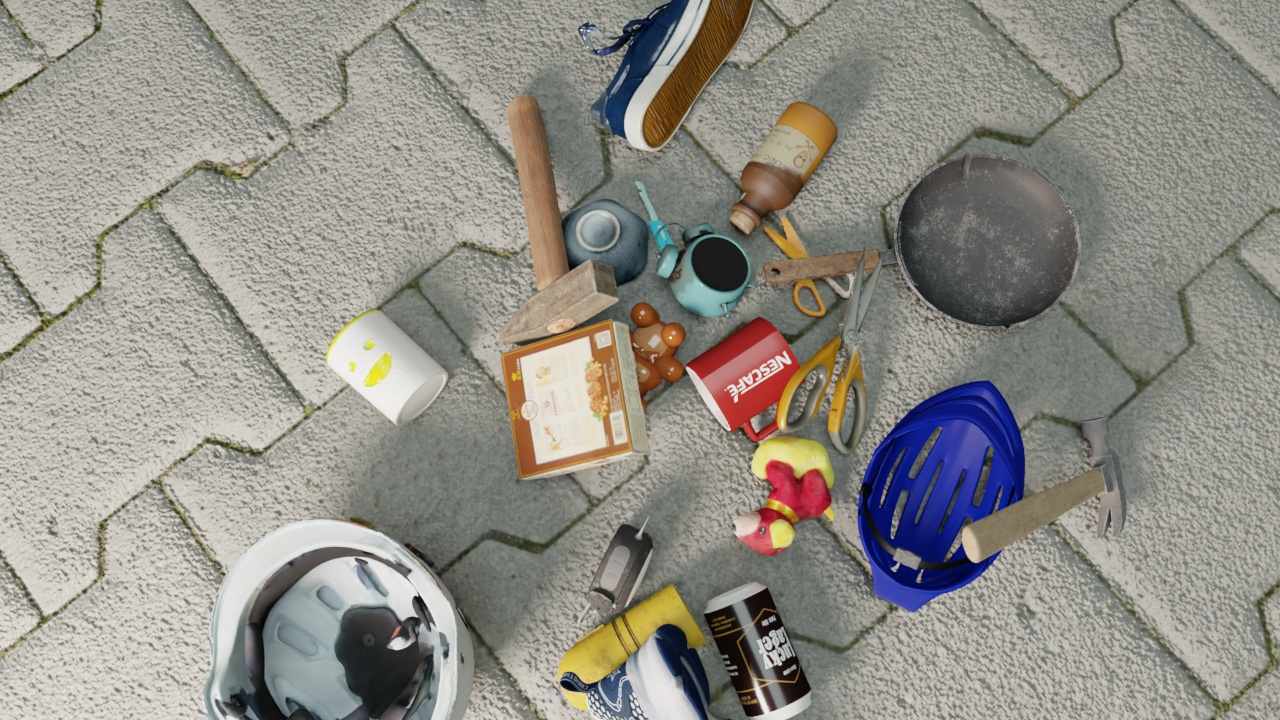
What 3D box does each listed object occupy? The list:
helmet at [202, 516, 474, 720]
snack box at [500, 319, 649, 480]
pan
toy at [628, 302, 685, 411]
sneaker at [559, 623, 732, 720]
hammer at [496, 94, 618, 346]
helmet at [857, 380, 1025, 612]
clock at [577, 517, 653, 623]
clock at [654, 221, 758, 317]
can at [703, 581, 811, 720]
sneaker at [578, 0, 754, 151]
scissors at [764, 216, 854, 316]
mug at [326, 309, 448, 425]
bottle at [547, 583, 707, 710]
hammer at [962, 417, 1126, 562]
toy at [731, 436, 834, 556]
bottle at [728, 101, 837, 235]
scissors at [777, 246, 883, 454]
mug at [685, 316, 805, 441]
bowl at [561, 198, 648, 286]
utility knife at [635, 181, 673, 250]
[{"bbox_3d":[-0.283,0.289,0.908,0.236,0.164,0.264,-43,73,-10],"label":"helmet"},{"bbox_3d":[-0.072,0.044,0.981,0.147,0.041,0.143,-16,76,25],"label":"snack box"},{"bbox_3d":[0.306,-0.118,1.025,0.357,0.040,0.207,-8,79,1],"label":"pan"},{"bbox_3d":[-0.006,0.006,1.004,0.095,0.065,0.127,32,87,18],"label":"toy"},{"bbox_3d":[0.029,0.394,0.892,0.132,0.103,0.269,-24,101,11],"label":"sneaker"},{"bbox_3d":[-0.116,-0.169,1.034,0.158,0.037,0.300,-28,63,36],"label":"hammer"},{"bbox_3d":[0.287,0.127,0.881,0.148,0.227,0.241,23,93,21],"label":"helmet"},{"bbox_3d":[-0.020,0.221,0.944,0.044,0.091,0.122,25,75,7],"label":"clock"},{"bbox_3d":[0.069,-0.107,1.018,0.124,0.053,0.089,46,62,3],"label":"clock"},{"bbox_3d":[0.119,0.296,0.933,0.072,0.072,0.128,-23,79,-2],"label":"can"},{"bbox_3d":[0.031,-0.390,1.073,0.127,0.120,0.294,28,83,30],"label":"sneaker"},{"bbox_3d":[0.195,-0.117,1.044,0.084,0.012,0.133,-22,79,-3],"label":"scissors"},{"bbox_3d":[-0.276,0.008,1.005,0.106,0.082,0.082,40,83,8],"label":"mug"},{"bbox_3d":[-0.020,0.301,0.941,0.163,0.071,0.071,-32,79,-4],"label":"bottle"},{"bbox_3d":[0.391,0.135,0.867,0.031,0.330,0.119,-17,83,44],"label":"hammer"},{"bbox_3d":[0.158,0.145,0.973,0.105,0.067,0.137,27,69,5],"label":"toy"},{"bbox_3d":[0.154,-0.211,1.037,0.068,0.068,0.157,34,82,9],"label":"bottle"},{"bbox_3d":[0.223,-0.004,0.980,0.166,0.016,0.225,38,76,-32],"label":"scissors"},{"bbox_3d":[0.120,0.027,0.988,0.096,0.080,0.116,-33,108,-4],"label":"mug"},{"bbox_3d":[-0.045,-0.138,1.038,0.110,0.055,0.110,-1,78,3],"label":"bowl"},{"bbox_3d":[0.024,-0.138,1.054,0.022,0.015,0.158,-19,76,-25],"label":"utility knife"}]
